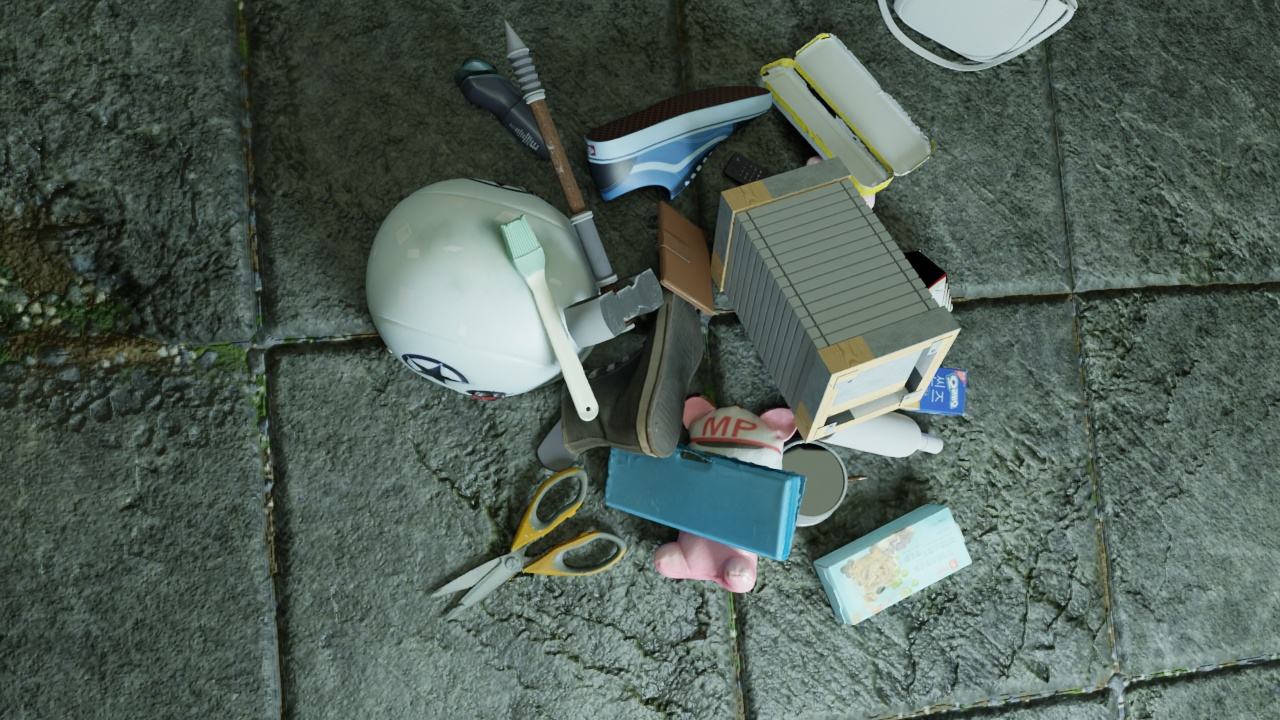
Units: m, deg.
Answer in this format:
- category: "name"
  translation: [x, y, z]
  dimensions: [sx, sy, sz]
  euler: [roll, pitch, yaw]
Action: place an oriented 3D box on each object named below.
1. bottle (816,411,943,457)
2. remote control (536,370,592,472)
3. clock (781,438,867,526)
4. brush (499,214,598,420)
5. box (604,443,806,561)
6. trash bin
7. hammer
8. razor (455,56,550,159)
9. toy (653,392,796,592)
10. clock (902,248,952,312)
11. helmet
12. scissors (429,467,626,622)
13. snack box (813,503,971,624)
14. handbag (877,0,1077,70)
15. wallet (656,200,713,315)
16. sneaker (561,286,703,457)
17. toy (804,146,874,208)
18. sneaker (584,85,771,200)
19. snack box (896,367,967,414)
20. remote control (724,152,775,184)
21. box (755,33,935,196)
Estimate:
- category: "bottle"
  translation: [0.284, 0.084, 1.076]
  dimensions: [0.195, 0.053, 0.052]
  euler: [14, 82, -33]
- category: "remote control"
  translation: [-0.072, 0.072, 1.049]
  dimensions: [0.046, 0.009, 0.124]
  euler: [35, 80, -7]
- category: "clock"
  translation: [0.179, 0.148, 1.069]
  dimensions: [0.147, 0.056, 0.104]
  euler: [-35, 83, -12]
- category: "brush"
  translation: [-0.086, -0.037, 0.907]
  dimensions: [0.033, 0.012, 0.218]
  euler: [-29, 109, -25]
- category: "box"
  translation: [0.064, 0.139, 0.980]
  dimensions: [0.048, 0.232, 0.093]
  euler: [-4, 101, -53]
- category: "trash bin"
  translation: [0.197, -0.067, 0.993]
  dimensions: [0.142, 0.143, 0.246]
  euler: [-19, 61, -12]
- category: "hammer"
  translation: [-0.073, -0.179, 0.918]
  dimensions: [0.043, 0.155, 0.322]
  euler: [-16, 101, 29]
- category: "razor"
  translation: [-0.149, -0.285, 1.045]
  dimensions: [0.143, 0.047, 0.052]
  euler: [45, 54, -8]
- category: "toy"
  translation: [0.094, 0.146, 1.029]
  dimensions: [0.142, 0.084, 0.213]
  euler: [4, 80, 33]
- category: "clock"
  translation: [0.303, -0.065, 1.106]
  dimensions: [0.154, 0.065, 0.114]
  euler: [-32, 92, -13]
- category: "helmet"
  translation: [-0.155, -0.080, 0.966]
  dimensions: [0.264, 0.164, 0.236]
  euler: [19, 83, -11]
- category: "scissors"
  translation: [-0.121, 0.226, 1.024]
  dimensions: [0.225, 0.016, 0.162]
  euler: [-44, 97, -8]
- category: "snack box"
  translation: [0.299, 0.240, 1.090]
  dimensions: [0.174, 0.053, 0.075]
  euler: [-23, 91, -11]
- category: "handbag"
  translation: [0.401, -0.443, 1.074]
  dimensions: [0.216, 0.223, 0.095]
  euler: [24, 80, -9]
- category: "wallet"
  translation: [0.051, -0.116, 1.041]
  dimensions: [0.087, 0.013, 0.120]
  euler: [30, 45, -37]
- category: "sneaker"
  translation: [-0.006, 0.006, 1.021]
  dimensions: [0.120, 0.095, 0.234]
  euler: [-4, 54, 27]
- category: "toy"
  translation: [0.255, -0.219, 1.116]
  dimensions: [0.093, 0.050, 0.102]
  euler: [-40, 97, -17]
- category: "sneaker"
  translation: [0.048, -0.250, 1.077]
  dimensions: [0.240, 0.083, 0.098]
  euler: [-24, 125, -18]
- category: "snack box"
  translation: [0.286, 0.029, 1.100]
  dimensions: [0.206, 0.057, 0.056]
  euler: [6, 85, -11]
- category: "remote control"
  translation: [0.165, -0.205, 1.114]
  dimensions: [0.136, 0.015, 0.032]
  euler: [29, 81, -6]
- category: "box"
  translation: [0.244, -0.296, 1.101]
  dimensions: [0.129, 0.039, 0.209]
  euler: [-33, 75, -16]
